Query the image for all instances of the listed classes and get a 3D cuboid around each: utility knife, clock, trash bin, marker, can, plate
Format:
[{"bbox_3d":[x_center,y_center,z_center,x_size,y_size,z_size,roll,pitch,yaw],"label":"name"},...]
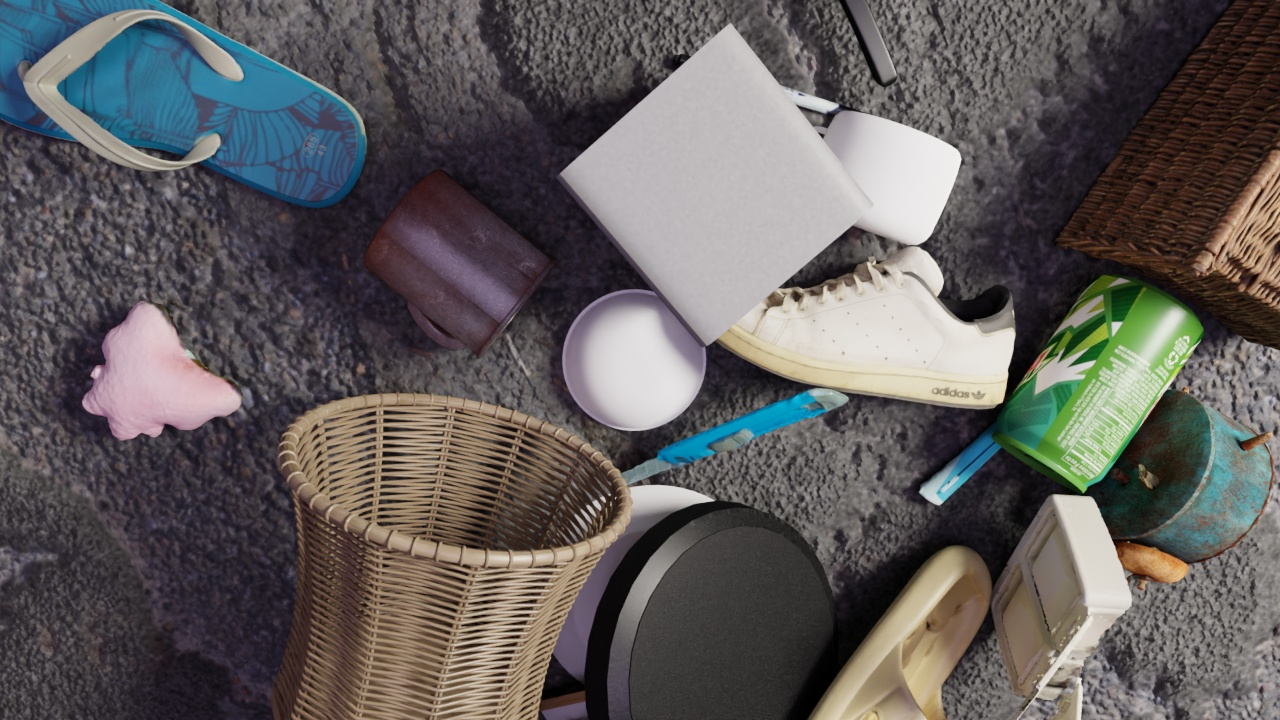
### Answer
[{"bbox_3d":[0.265,0.068,0.716,0.118,0.015,0.022,-44,105,4],"label":"utility knife"},{"bbox_3d":[0.372,0.097,0.673,0.073,0.121,0.158,26,105,-11],"label":"clock"},{"bbox_3d":[-0.027,0.394,0.681,0.143,0.142,0.247,-23,101,28],"label":"trash bin"},{"bbox_3d":[0.035,-0.105,0.568,0.114,0.228,0.114,-40,99,6],"label":"trash bin"},{"bbox_3d":[0.059,0.059,0.669,0.196,0.015,0.031,-25,132,31],"label":"utility knife"},{"bbox_3d":[0.096,-0.195,0.663,0.152,0.011,0.011,16,100,-5],"label":"marker"},{"bbox_3d":[0.328,0.017,0.666,0.083,0.083,0.144,33,93,-7],"label":"can"},{"bbox_3d":[0.011,0.192,0.732,0.188,0.016,0.189,0,101,-1],"label":"plate"}]

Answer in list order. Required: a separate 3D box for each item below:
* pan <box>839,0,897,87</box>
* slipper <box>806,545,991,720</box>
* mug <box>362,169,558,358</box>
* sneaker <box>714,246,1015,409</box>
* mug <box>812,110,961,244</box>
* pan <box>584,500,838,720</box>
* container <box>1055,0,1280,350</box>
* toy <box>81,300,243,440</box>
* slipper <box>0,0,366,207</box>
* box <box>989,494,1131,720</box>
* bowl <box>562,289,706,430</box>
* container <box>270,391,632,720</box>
[{"bbox_3d":[0.083,-0.344,0.606,0.209,0.067,0.356,-27,101,4],"label":"pan"},{"bbox_3d":[0.198,0.257,0.678,0.111,0.079,0.261,45,75,-33],"label":"slipper"},{"bbox_3d":[-0.134,-0.059,0.652,0.110,0.096,0.123,42,128,-3],"label":"mug"},{"bbox_3d":[0.159,-0.036,0.654,0.241,0.088,0.102,11,109,-8],"label":"sneaker"},{"bbox_3d":[0.157,-0.129,0.642,0.116,0.094,0.068,27,103,31],"label":"mug"},{"bbox_3d":[0.080,0.279,0.678,0.224,0.034,0.356,-23,101,-34],"label":"pan"},{"bbox_3d":[0.457,-0.127,0.614,0.183,0.162,0.250,33,99,-11],"label":"container"},{"bbox_3d":[-0.356,0.018,0.672,0.093,0.050,0.102,-40,103,3],"label":"toy"},{"bbox_3d":[-0.336,-0.188,0.630,0.295,0.060,0.118,19,96,-5],"label":"slipper"},{"bbox_3d":[0.285,0.197,0.643,0.066,0.185,0.146,18,132,15],"label":"box"},{"bbox_3d":[-0.004,0.004,0.683,0.110,0.040,0.110,0,101,-1],"label":"bowl"},{"bbox_3d":[-0.138,0.155,0.626,0.227,0.226,0.196,14,107,-4],"label":"container"}]
